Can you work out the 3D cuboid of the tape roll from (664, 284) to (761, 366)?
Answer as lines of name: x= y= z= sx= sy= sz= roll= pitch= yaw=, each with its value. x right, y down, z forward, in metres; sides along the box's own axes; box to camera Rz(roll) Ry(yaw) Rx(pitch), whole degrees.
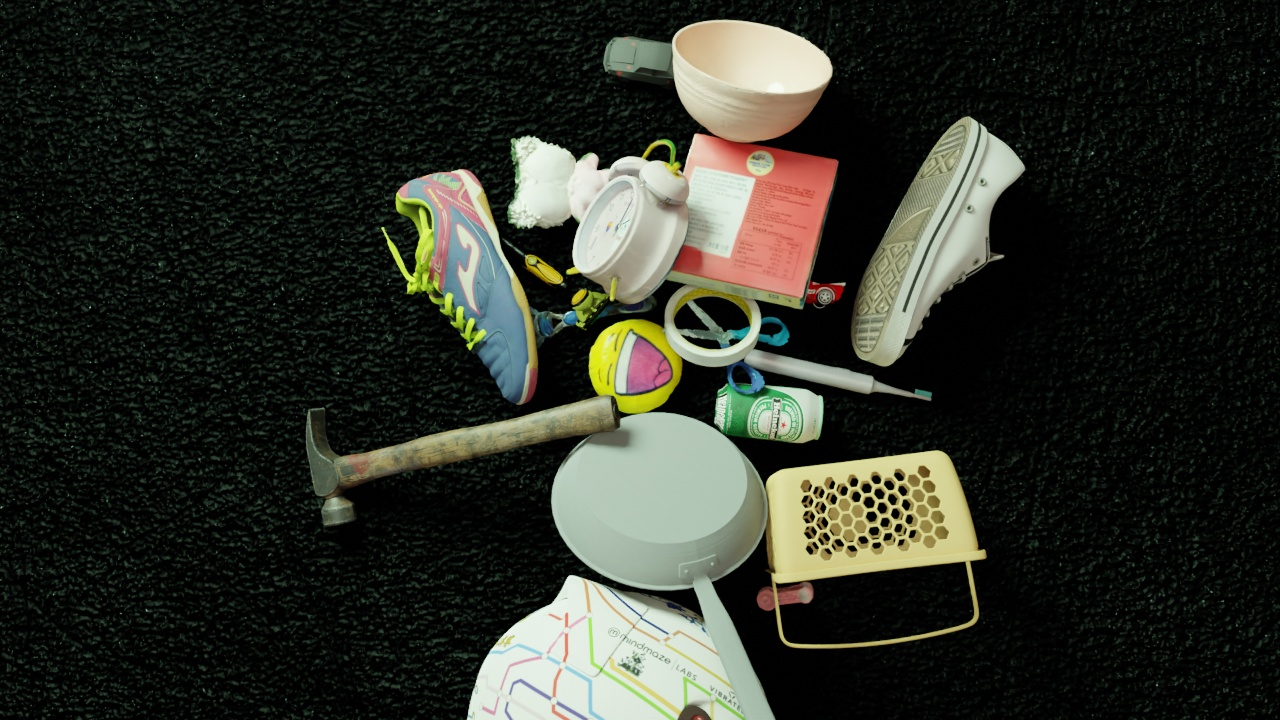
tape roll: x=0.070 y=-0.038 z=0.896 sx=0.094 sy=0.019 sz=0.093 roll=0 pitch=57 yaw=0

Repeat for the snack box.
snack box: x=0.104 y=-0.135 z=0.883 sx=0.143 sy=0.040 sz=0.144 roll=14 pitch=79 yaw=14

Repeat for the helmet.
helmet: x=0.005 y=0.337 z=0.816 sx=0.314 sy=0.232 sz=0.235 roll=36 pitch=62 yaw=5

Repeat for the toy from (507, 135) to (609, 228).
toy: x=-0.079 y=-0.173 z=0.919 sx=0.109 sy=0.041 sz=0.095 roll=5 pitch=90 yaw=-11

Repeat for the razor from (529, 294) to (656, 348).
razor: x=-0.053 y=-0.047 z=0.927 sx=0.141 sy=0.018 sz=0.044 roll=-13 pitch=88 yaw=3

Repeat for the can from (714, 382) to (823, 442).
can: x=0.125 y=0.051 z=0.899 sx=0.101 sy=0.053 sz=0.053 roll=6 pitch=90 yaw=3

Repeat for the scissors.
scissors: x=0.083 y=-0.015 z=0.900 sx=0.129 sy=0.014 sz=0.118 roll=9 pitch=57 yaw=-3

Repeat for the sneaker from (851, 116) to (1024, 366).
sneaker: x=0.292 y=-0.100 z=0.882 sx=0.097 sy=0.091 sz=0.245 roll=25 pitch=89 yaw=-12

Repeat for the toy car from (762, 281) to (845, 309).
toy car: x=0.153 y=-0.069 z=0.906 sx=0.089 sy=0.038 sz=0.025 roll=9 pitch=87 yaw=3

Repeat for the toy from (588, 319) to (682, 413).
toy: x=-0.005 y=0.005 z=0.913 sx=0.094 sy=0.041 sz=0.095 roll=14 pitch=84 yaw=-2

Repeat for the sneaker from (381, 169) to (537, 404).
sneaker: x=-0.174 y=-0.065 z=0.899 sx=0.091 sy=0.116 sz=0.241 roll=-18 pitch=84 yaw=-26

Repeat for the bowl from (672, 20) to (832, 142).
bowl: x=0.099 y=-0.258 z=0.875 sx=0.153 sy=0.152 sz=0.076 roll=12 pitch=132 yaw=3

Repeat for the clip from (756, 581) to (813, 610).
clip: x=0.147 y=0.232 z=0.917 sx=0.060 sy=0.045 sz=0.023 roll=-15 pitch=85 yaw=35

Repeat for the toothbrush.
toothbrush: x=0.196 y=0.017 z=0.913 sx=0.188 sy=0.018 sz=0.019 roll=13 pitch=92 yaw=3

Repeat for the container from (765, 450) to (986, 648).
container: x=0.210 y=0.178 z=0.855 sx=0.183 sy=0.129 sz=0.167 roll=-8 pitch=79 yaw=1

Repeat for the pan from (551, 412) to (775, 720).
pan: x=0.045 y=0.172 z=0.797 sx=0.200 sy=0.051 sz=0.356 roll=-12 pitch=45 yaw=-16

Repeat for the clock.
clock: x=-0.005 y=-0.134 z=0.869 sx=0.058 sy=0.117 sz=0.158 roll=23 pitch=96 yaw=-31

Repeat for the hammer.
hammer: x=-0.178 y=0.074 z=0.890 sx=0.331 sy=0.033 sz=0.120 roll=-13 pitch=89 yaw=16

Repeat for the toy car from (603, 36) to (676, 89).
toy car: x=0.009 y=-0.300 z=0.916 sx=0.092 sy=0.036 sz=0.042 roll=11 pitch=90 yaw=3

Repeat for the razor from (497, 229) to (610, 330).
razor: x=-0.096 y=-0.087 z=0.920 sx=0.144 sy=0.021 sz=0.044 roll=36 pitch=73 yaw=13
